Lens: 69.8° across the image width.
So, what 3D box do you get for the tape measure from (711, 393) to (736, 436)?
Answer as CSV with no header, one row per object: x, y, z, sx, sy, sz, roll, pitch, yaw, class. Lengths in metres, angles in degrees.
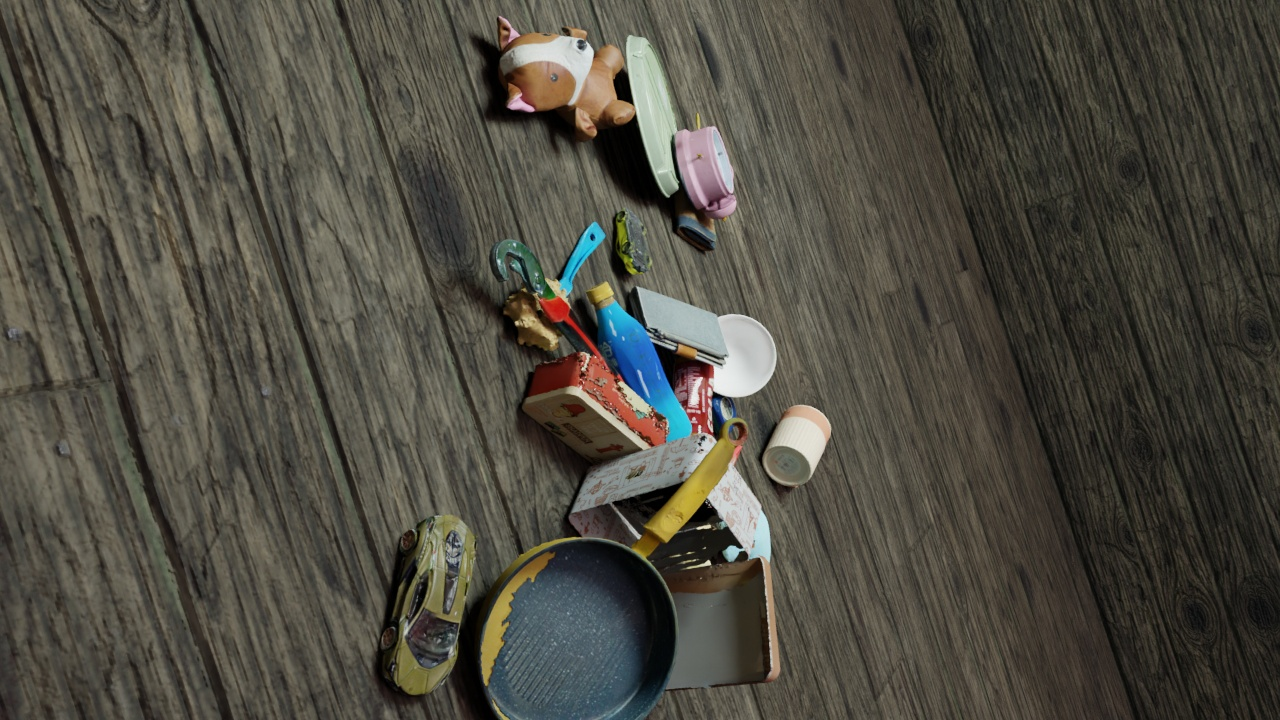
0.115,0.075,1.312,0.054,0.025,0.058,-42,114,-56,tape measure

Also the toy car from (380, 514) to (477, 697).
-0.183,0.213,0.809,0.070,0.042,0.157,34,51,-42,toy car

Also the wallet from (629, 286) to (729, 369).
0.050,-0.041,1.213,0.129,0.037,0.106,19,35,-25,wallet

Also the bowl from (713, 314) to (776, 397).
0.131,-0.003,1.324,0.065,0.118,0.118,113,-37,-82,bowl

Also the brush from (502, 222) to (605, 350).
-0.092,-0.097,1.094,0.083,0.046,0.253,53,34,-20,brush

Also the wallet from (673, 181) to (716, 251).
0.083,-0.233,1.409,0.090,0.033,0.115,27,50,-45,wallet

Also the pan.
-0.010,0.201,0.874,0.197,0.078,0.356,39,74,-18,pan

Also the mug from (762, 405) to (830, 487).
0.240,0.145,1.420,0.105,0.082,0.115,-51,146,-50,mug

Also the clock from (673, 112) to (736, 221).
0.102,-0.275,1.360,0.158,0.060,0.117,58,25,-49,clock

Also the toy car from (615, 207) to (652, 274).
-0.014,-0.159,1.235,0.048,0.032,0.105,34,37,-42,toy car

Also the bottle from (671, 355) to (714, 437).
0.070,0.049,1.229,0.057,0.058,0.174,35,49,-42,bottle

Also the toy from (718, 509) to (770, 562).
0.142,0.233,1.244,0.156,0.050,0.161,-28,107,-62,toy

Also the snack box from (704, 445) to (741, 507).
0.086,0.162,1.174,0.152,0.025,0.075,-36,148,-62,snack box

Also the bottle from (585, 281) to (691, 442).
-0.007,0.007,1.133,0.065,0.065,0.219,-40,108,-54,bottle

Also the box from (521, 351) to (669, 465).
-0.043,0.057,1.035,0.168,0.092,0.076,42,47,-37,box

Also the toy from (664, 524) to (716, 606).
0.071,0.253,1.129,0.105,0.066,0.157,61,20,-21,toy

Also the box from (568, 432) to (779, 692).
0.045,0.222,1.006,0.134,0.180,0.270,-19,89,-58,box

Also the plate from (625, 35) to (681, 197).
0.023,-0.347,1.305,0.230,0.027,0.230,-10,89,-78,plate

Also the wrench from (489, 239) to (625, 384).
-0.082,-0.038,1.018,0.273,0.016,0.056,52,44,-41,wrench

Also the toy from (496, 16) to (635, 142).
-0.094,-0.350,1.138,0.199,0.131,0.140,5,66,-44,toy
